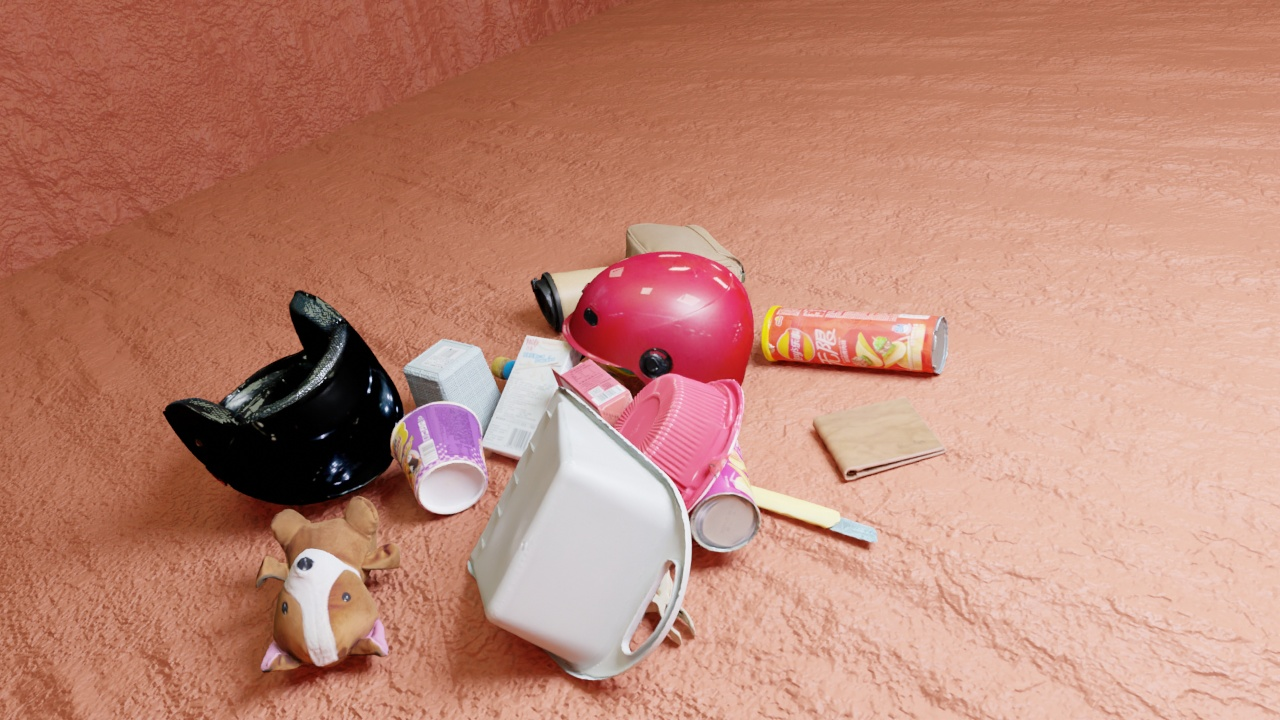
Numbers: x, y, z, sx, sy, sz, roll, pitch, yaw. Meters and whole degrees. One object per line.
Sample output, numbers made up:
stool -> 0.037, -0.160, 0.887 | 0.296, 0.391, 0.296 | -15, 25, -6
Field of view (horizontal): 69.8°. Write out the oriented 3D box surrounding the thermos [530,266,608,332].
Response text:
thermos -> -0.087, -0.100, 1.388 | 0.143, 0.093, 0.093 | -16, 30, -15

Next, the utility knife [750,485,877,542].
utility knife -> 0.155, 0.151, 0.938 | 0.197, 0.020, 0.030 | 7, 39, 44

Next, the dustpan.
dustpan -> -0.056, 0.174, 0.880 | 0.223, 0.142, 0.257 | -62, 13, 4

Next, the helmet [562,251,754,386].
helmet -> 0.035, -0.065, 1.149 | 0.240, 0.144, 0.206 | 14, 28, -12

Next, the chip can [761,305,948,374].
chip can -> 0.261, -0.027, 1.126 | 0.217, 0.073, 0.073 | 4, 36, 30

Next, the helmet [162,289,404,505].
helmet -> -0.428, 0.067, 1.139 | 0.275, 0.230, 0.232 | -14, 30, 49

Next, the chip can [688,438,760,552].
chip can -> 0.076, 0.111, 0.964 | 0.071, 0.071, 0.210 | -14, 24, 3

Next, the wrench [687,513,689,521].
wrench -> -0.013, 0.176, 0.978 | 0.274, 0.016, 0.056 | -5, 28, 16

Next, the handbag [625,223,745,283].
handbag -> 0.059, -0.142, 1.377 | 0.147, 0.100, 0.204 | -4, 28, -16

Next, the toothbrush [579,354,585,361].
toothbrush -> -0.050, -0.034, 1.284 | 0.189, 0.014, 0.016 | -47, 41, -16

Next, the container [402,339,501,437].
container -> -0.245, 0.040, 1.206 | 0.090, 0.111, 0.089 | 12, 41, 37

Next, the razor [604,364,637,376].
razor -> -0.007, 0.007, 1.184 | 0.043, 0.028, 0.132 | 16, 9, 32

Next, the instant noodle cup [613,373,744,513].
instant noodle cup -> 0.019, 0.084, 0.935 | 0.194, 0.066, 0.193 | -49, 18, 21

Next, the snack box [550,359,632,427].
snack box -> -0.044, 0.065, 1.073 | 0.044, 0.113, 0.127 | -30, 34, -17

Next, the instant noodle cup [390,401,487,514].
instant noodle cup -> -0.232, 0.121, 1.086 | 0.111, 0.112, 0.099 | -22, 41, -10

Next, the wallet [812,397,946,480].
wallet -> 0.259, 0.083, 1.003 | 0.115, 0.020, 0.101 | -15, 32, -4

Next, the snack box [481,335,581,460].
snack box -> -0.136, 0.047, 1.152 | 0.085, 0.027, 0.156 | 10, 72, 38

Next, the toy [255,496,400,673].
toy -> -0.321, 0.229, 0.942 | 0.140, 0.131, 0.199 | -11, 41, -3

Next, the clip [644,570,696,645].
clip -> 0.025, 0.218, 0.876 | 0.103, 0.035, 0.092 | 17, 45, 36

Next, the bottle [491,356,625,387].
bottle -> -0.117, 0.030, 1.212 | 0.219, 0.065, 0.065 | 13, 41, 40
